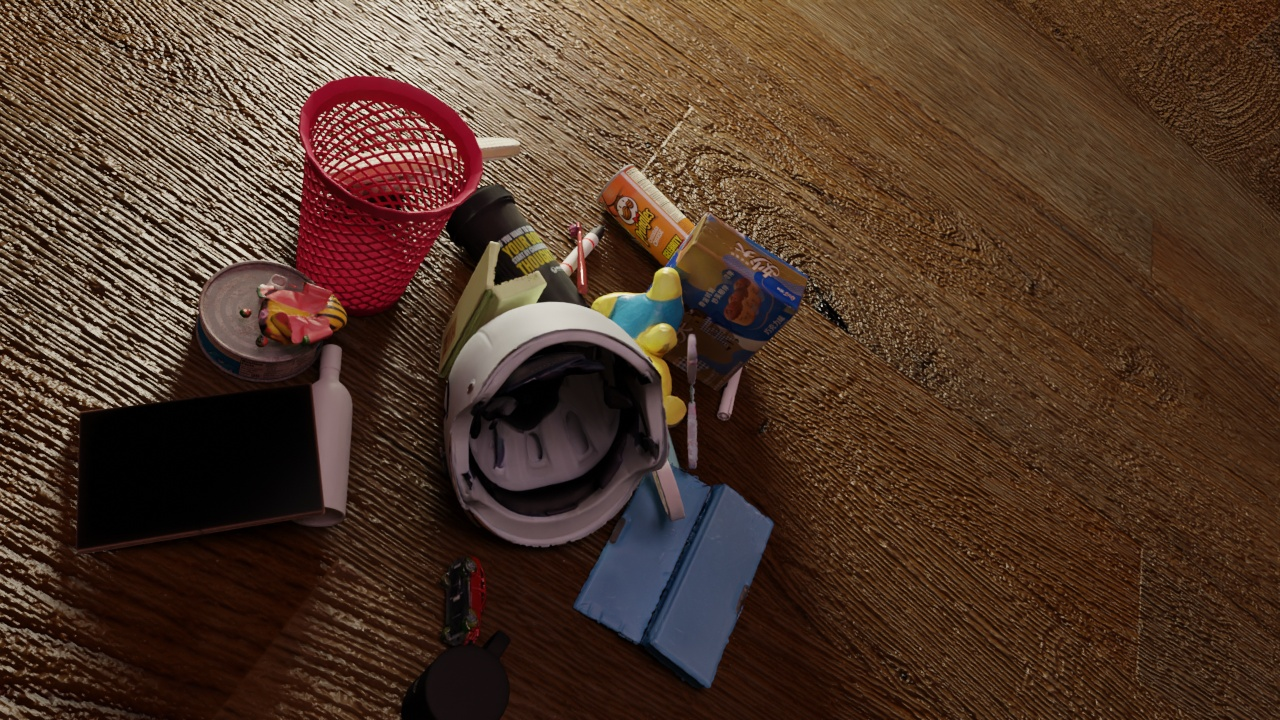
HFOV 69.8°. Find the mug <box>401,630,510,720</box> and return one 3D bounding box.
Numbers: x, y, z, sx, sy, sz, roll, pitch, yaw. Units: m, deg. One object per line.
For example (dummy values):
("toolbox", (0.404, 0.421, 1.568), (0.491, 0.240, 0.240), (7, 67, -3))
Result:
("mug", (-0.162, 0.302, 0.855), (0.078, 0.088, 0.113), (39, 48, -1))

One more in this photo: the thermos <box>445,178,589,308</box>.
("thermos", (-0.160, -0.130, 1.161), (0.221, 0.098, 0.097), (50, 49, 4))

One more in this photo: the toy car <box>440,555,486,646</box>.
("toy car", (-0.176, 0.243, 0.921), (0.036, 0.042, 0.091), (29, 41, -35))

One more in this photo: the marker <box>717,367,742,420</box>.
("marker", (0.128, 0.027, 1.260), (0.017, 0.020, 0.133), (44, 44, -26))

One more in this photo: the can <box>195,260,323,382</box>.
("can", (-0.405, -0.043, 0.986), (0.130, 0.044, 0.129), (15, 52, -21))

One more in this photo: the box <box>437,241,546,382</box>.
("box", (-0.176, -0.038, 1.020), (0.090, 0.189, 0.077), (39, 47, -2))

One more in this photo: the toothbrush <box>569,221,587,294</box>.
("toothbrush", (-0.082, -0.138, 1.210), (0.016, 0.016, 0.189), (-14, 33, 3))

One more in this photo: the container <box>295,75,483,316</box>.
("container", (-0.295, -0.162, 1.009), (0.183, 0.226, 0.182), (15, 52, -21))

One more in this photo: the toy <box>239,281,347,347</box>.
("toy", (-0.356, -0.048, 0.958), (0.103, 0.046, 0.084), (-18, 55, -42))

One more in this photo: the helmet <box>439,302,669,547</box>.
("helmet", (-0.102, 0.057, 0.981), (0.236, 0.264, 0.163), (-11, 34, -17))

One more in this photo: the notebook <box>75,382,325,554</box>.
("notebook", (-0.415, 0.097, 0.870), (0.209, 0.008, 0.141), (-8, 62, -16))

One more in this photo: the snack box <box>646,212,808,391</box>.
("snack box", (0.093, -0.070, 1.184), (0.155, 0.203, 0.069), (32, 49, -7))

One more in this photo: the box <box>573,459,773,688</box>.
("box", (0.048, 0.232, 1.052), (0.177, 0.048, 0.230), (33, 52, -4))

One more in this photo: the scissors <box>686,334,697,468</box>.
("scissors", (0.062, 0.043, 1.124), (0.013, 0.171, 0.172), (-1, 60, 1))

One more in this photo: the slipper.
("slipper", (-0.279, -0.242, 1.155), (0.272, 0.114, 0.054), (-17, 111, -25))

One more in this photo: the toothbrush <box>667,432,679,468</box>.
("toothbrush", (0.031, 0.086, 1.167), (0.016, 0.017, 0.180), (4, 58, -31))

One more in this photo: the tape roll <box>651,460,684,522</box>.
("tape roll", (0.027, 0.136, 1.043), (0.018, 0.094, 0.093), (-19, 66, -5))

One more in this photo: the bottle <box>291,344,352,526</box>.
("bottle", (-0.326, 0.071, 0.947), (0.052, 0.053, 0.195), (9, 55, -25))

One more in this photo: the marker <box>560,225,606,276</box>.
("marker", (-0.082, -0.149, 1.262), (0.019, 0.019, 0.145), (37, 48, -3))

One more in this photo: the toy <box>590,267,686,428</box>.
("toy", (-0.007, 0.007, 1.113), (0.084, 0.149, 0.213), (29, 57, -41))

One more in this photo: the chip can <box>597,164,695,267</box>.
("chip can", (0.039, -0.180, 1.315), (0.215, 0.075, 0.075), (45, 48, 5))
